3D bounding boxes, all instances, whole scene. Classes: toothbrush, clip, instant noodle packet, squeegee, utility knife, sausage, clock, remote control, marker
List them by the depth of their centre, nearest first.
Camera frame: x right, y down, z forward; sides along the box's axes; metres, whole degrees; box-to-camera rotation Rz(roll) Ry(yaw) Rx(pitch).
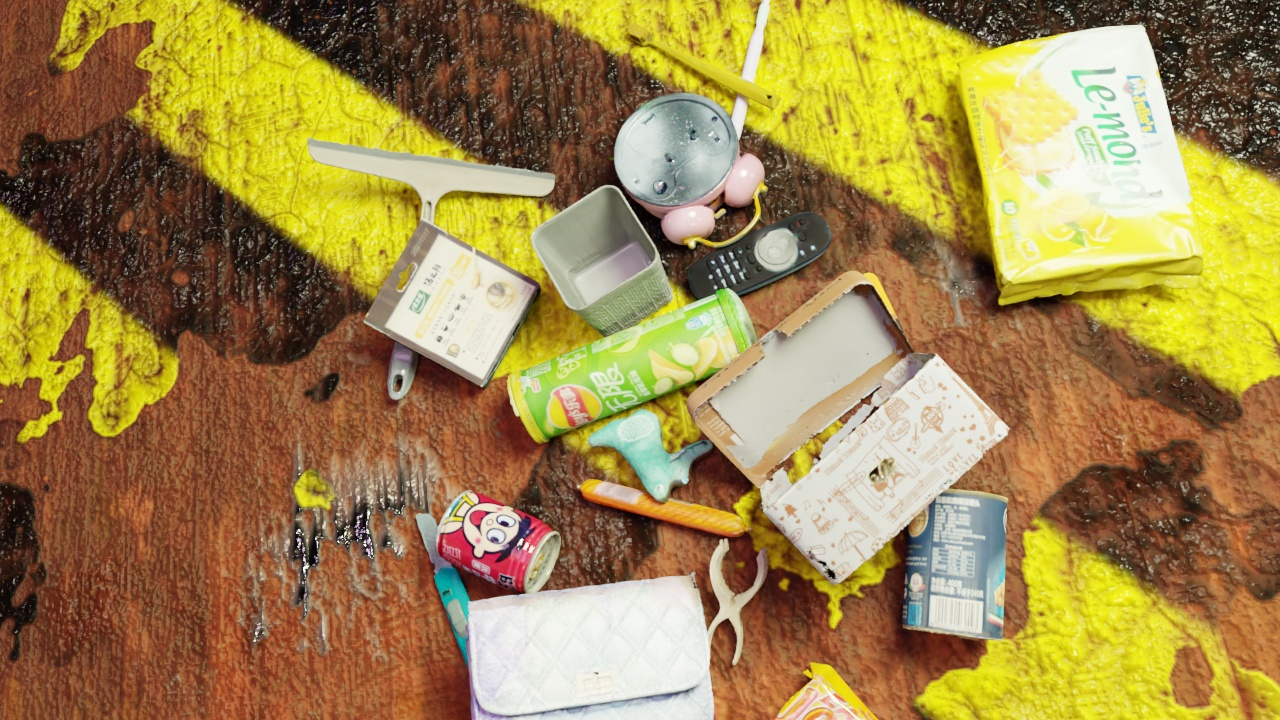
[{"bbox_3d":[0.152,0.317,0.719,0.128,0.044,0.110,42,83,20],"label":"instant noodle packet"},{"bbox_3d":[0.066,0.196,0.778,0.083,0.034,0.104,29,91,15],"label":"clip"},{"bbox_3d":[0.224,-0.021,0.809,0.018,0.015,0.123,-24,74,7],"label":"marker"},{"bbox_3d":[0.019,0.130,0.810,0.165,0.021,0.021,12,78,16],"label":"sausage"},{"bbox_3d":[-0.164,0.231,0.830,0.029,0.013,0.207,-28,71,4],"label":"utility knife"},{"bbox_3d":[0.110,-0.093,0.848,0.136,0.024,0.053,-24,68,5],"label":"remote control"},{"bbox_3d":[0.049,-0.174,0.867,0.117,0.060,0.158,-39,69,0],"label":"clock"},{"bbox_3d":[0.059,-0.293,0.906,0.190,0.016,0.015,35,91,26],"label":"toothbrush"},{"bbox_3d":[0.109,-0.303,0.908,0.021,0.029,0.189,16,78,-22],"label":"toothbrush"},{"bbox_3d":[-0.223,-0.081,0.916,0.246,0.039,0.246,7,83,-4],"label":"squeegee"}]

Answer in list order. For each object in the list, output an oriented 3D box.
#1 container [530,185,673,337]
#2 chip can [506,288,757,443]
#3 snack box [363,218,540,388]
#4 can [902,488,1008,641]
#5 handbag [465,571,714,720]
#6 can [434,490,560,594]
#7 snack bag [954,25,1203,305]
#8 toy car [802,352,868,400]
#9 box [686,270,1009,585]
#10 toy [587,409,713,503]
[{"bbox_3d":[-0.029,-0.082,0.830,0.090,0.114,0.090,-31,70,3],"label":"container"},{"bbox_3d":[-0.005,0.005,0.823,0.221,0.072,0.072,-22,71,7],"label":"chip can"},{"bbox_3d":[-0.175,-0.052,0.870,0.125,0.053,0.113,29,83,-1],"label":"snack box"},{"bbox_3d":[0.247,0.161,0.721,0.075,0.075,0.111,4,77,14],"label":"can"},{"bbox_3d":[-0.038,0.248,0.731,0.193,0.076,0.134,-4,73,-14],"label":"handbag"},{"bbox_3d":[-0.125,0.162,0.812,0.094,0.066,0.066,21,81,17],"label":"can"},{"bbox_3d":[0.365,-0.166,0.786,0.158,0.068,0.246,-8,74,12],"label":"snack bag"},{"bbox_3d":[0.153,0.008,0.806,0.122,0.037,0.056,-22,77,-6],"label":"toy car"},{"bbox_3d":[0.152,0.039,0.729,0.182,0.153,0.178,-43,88,5],"label":"box"},{"bbox_3d":[0.013,0.082,0.819,0.096,0.030,0.092,-26,62,-14],"label":"toy"}]
